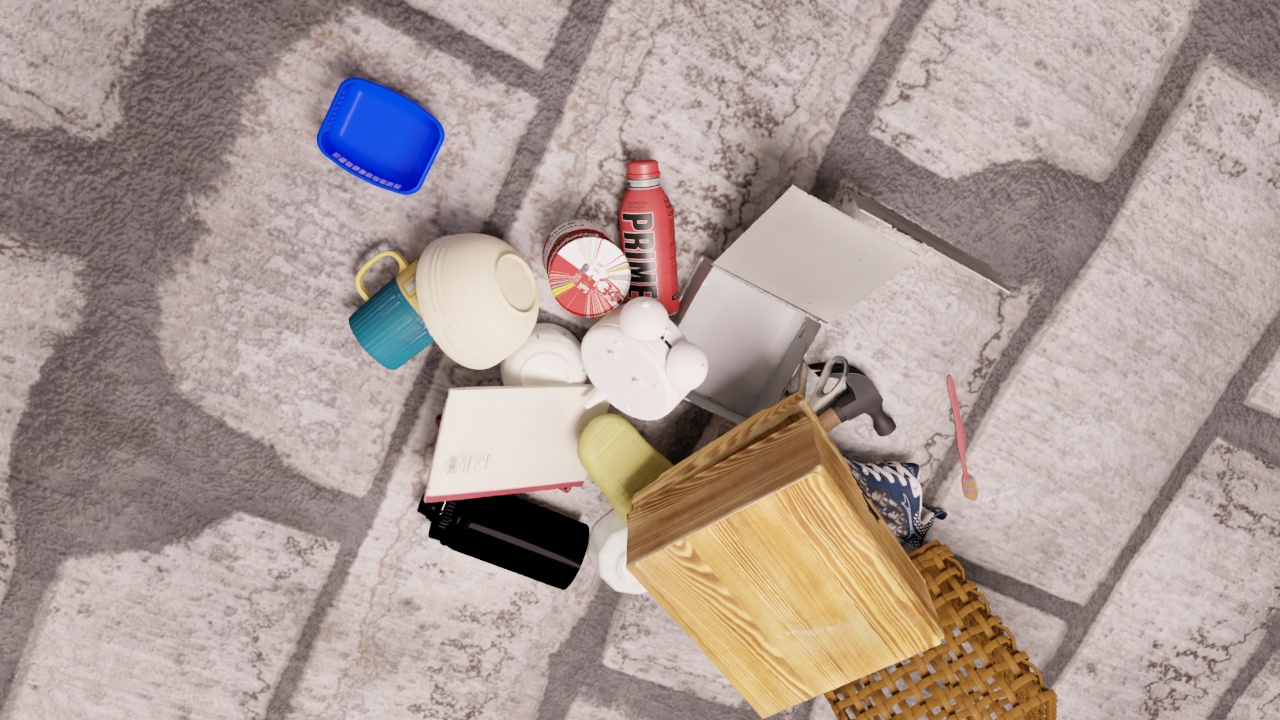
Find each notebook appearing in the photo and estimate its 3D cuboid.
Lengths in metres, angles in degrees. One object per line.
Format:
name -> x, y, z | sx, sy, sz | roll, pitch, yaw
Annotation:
notebook -> -0.137, 0.094, 1.058 | 0.208, 0.012, 0.153 | 0, 122, -35

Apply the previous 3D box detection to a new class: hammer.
hammer -> 0.168, 0.118, 1.166 | 0.305, 0.040, 0.132 | -35, 113, 4

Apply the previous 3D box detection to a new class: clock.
clock -> -0.006, 0.006, 0.999 | 0.125, 0.161, 0.072 | 48, 55, -4

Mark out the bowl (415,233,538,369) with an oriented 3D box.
bowl -> -0.159, -0.072, 0.981 | 0.075, 0.150, 0.151 | -16, 113, 31

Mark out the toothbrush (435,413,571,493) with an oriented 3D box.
toothbrush -> -0.166, 0.116, 1.121 | 0.190, 0.016, 0.016 | 31, 100, -17

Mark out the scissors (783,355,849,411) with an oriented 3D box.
scissors -> 0.192, 0.060, 1.099 | 0.012, 0.154, 0.163 | 32, 103, -35

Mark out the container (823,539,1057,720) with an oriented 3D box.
container -> 0.352, 0.407, 1.144 | 0.219, 0.214, 0.252 | -30, 139, 1

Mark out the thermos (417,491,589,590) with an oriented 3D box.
thermos -> -0.170, 0.204, 1.112 | 0.198, 0.086, 0.086 | 24, 102, -15

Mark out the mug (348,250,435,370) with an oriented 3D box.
mug -> -0.266, -0.063, 1.017 | 0.107, 0.083, 0.113 | -37, 98, 8

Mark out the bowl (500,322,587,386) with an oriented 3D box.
bowl -> -0.113, 0.012, 1.076 | 0.105, 0.054, 0.105 | -2, 107, -7

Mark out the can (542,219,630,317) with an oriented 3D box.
can -> -0.062, -0.103, 1.012 | 0.086, 0.116, 0.087 | -3, 108, -8

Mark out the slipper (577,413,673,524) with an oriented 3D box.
slipper -> -0.025, 0.130, 1.108 | 0.091, 0.082, 0.190 | -51, 131, -16

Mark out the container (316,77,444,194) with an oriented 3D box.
container -> -0.270, -0.237, 0.967 | 0.114, 0.058, 0.096 | 26, 102, -16

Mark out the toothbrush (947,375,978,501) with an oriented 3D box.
toothbrush -> 0.424, 0.104, 1.212 | 0.015, 0.015, 0.184 | -19, 108, -9

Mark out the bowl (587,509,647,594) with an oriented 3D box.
bowl -> -0.006, 0.248, 1.166 | 0.117, 0.061, 0.117 | -3, 108, -9

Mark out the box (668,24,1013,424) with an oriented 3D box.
box -> 0.186, -0.120, 1.016 | 0.166, 0.119, 0.480 | 25, 124, -16

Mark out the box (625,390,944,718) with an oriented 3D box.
box -> 0.149, 0.222, 1.010 | 0.245, 0.167, 0.279 | -32, 116, 14

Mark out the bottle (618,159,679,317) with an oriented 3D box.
bottle -> 0.008, -0.138, 1.041 | 0.062, 0.062, 0.177 | -7, 109, -7

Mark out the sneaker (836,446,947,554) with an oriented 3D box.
sneaker -> 0.299, 0.168, 1.168 | 0.132, 0.103, 0.269 | -47, 121, -6
